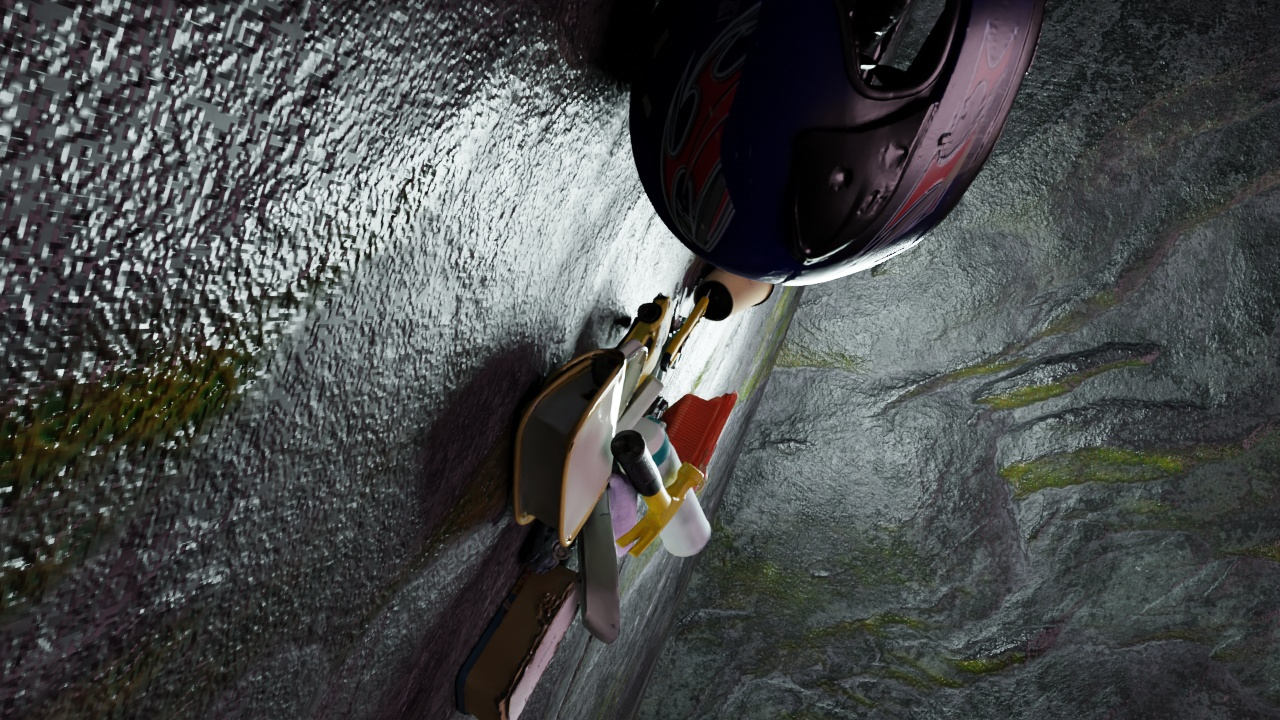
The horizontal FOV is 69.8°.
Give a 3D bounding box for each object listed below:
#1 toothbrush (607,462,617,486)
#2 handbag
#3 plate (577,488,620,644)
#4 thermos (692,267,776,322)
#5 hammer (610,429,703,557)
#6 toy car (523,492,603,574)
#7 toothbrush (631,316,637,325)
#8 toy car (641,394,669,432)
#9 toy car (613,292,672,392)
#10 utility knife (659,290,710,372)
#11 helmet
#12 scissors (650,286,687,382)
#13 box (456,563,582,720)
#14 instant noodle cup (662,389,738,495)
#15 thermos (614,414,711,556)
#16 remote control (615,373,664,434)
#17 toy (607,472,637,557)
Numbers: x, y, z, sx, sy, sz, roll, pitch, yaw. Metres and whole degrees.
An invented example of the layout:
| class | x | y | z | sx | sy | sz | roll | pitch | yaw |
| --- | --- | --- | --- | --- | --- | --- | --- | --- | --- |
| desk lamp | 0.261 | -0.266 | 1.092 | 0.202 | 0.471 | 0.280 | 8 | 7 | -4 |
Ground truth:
| class | x | y | z | sx | sy | sz | roll | pitch | yaw |
| --- | --- | --- | --- | --- | --- | --- | --- | --- | --- |
| toothbrush | -0.040 | 0.188 | 1.237 | 0.188 | 0.016 | 0.017 | 93 | 12 | -55 |
| handbag | -0.050 | 0.059 | 0.843 | 0.178 | 0.063 | 0.164 | -52 | 160 | -42 |
| plate | -0.053 | 0.246 | 1.074 | 0.266 | 0.034 | 0.161 | 105 | -20 | -70 |
| thermos | 0.133 | -0.107 | 1.312 | 0.142 | 0.093 | 0.093 | -36 | 147 | -54 |
| hammer | 0.008 | 0.130 | 0.958 | 0.128 | 0.033 | 0.301 | -52 | 161 | -12 |
| toy car | -0.079 | 0.169 | 0.961 | 0.120 | 0.037 | 0.054 | -56 | -173 | -27 |
| toothbrush | -0.006 | 0.006 | 1.070 | 0.192 | 0.018 | 0.016 | 97 | 19 | -57 |
| toy car | 0.006 | 0.094 | 1.200 | 0.158 | 0.042 | 0.070 | 99 | 17 | -61 |
| toy car | -0.008 | -0.004 | 0.947 | 0.155 | 0.041 | 0.071 | -54 | 164 | -19 |
| utility knife | 0.062 | -0.040 | 1.191 | 0.173 | 0.015 | 0.033 | -56 | 164 | -44 |
| helmet | 0.119 | -0.209 | 0.681 | 0.247 | 0.240 | 0.316 | -110 | -148 | -45 |
| scissors | 0.034 | -0.013 | 1.197 | 0.178 | 0.019 | 0.169 | 92 | 24 | -61 |
| box | -0.126 | 0.296 | 0.955 | 0.183 | 0.062 | 0.090 | -53 | 160 | -44 |
| instant noodle cup | 0.059 | 0.122 | 1.318 | 0.188 | 0.079 | 0.165 | -61 | -173 | -29 |
| thermos | 0.027 | 0.159 | 1.146 | 0.073 | 0.073 | 0.224 | -60 | 143 | -33 |
| remote control | -0.026 | 0.070 | 0.970 | 0.135 | 0.019 | 0.056 | -52 | -169 | -7 |
| toy | -0.025 | 0.192 | 1.148 | 0.083 | 0.039 | 0.108 | 22 | 70 | -71 |
